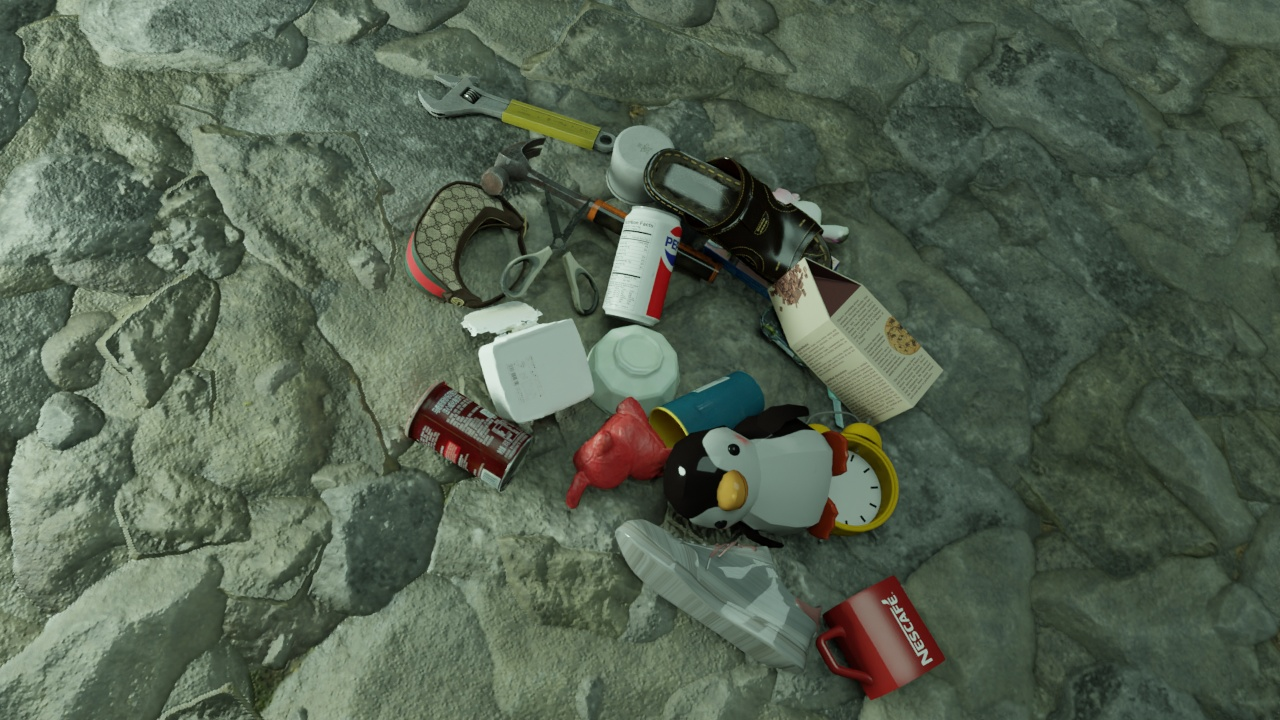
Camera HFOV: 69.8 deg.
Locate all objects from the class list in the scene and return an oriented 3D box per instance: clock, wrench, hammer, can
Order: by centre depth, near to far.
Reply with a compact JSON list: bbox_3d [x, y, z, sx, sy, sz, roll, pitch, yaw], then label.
[{"bbox_3d":[0.232,0.130,1.055,0.113,0.052,0.151,0,67,-11],"label":"clock"},{"bbox_3d":[0.003,-0.112,1.100,0.070,0.070,0.132,14,89,-3],"label":"can"},{"bbox_3d":[-0.036,-0.188,1.173,0.314,0.035,0.137,27,39,-2],"label":"hammer"},{"bbox_3d":[-0.164,-0.330,1.242,0.273,0.018,0.083,18,60,-1],"label":"wrench"}]

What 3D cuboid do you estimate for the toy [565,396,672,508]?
[{"bbox_3d":[-0.023,0.116,0.999,0.094,0.088,0.132,43,63,0],"label":"toy"}]

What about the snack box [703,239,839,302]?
[{"bbox_3d":[0.167,-0.132,1.180,0.154,0.033,0.088,36,79,9],"label":"snack box"}]

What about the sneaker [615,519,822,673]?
[{"bbox_3d":[0.087,0.222,0.953,0.236,0.099,0.089,36,62,1],"label":"sneaker"}]

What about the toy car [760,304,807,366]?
[{"bbox_3d":[0.185,-0.029,1.142,0.090,0.027,0.038,42,65,1],"label":"toy car"}]

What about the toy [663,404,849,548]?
[{"bbox_3d":[0.102,0.119,0.973,0.183,0.140,0.159,3,102,-32],"label":"toy"}]

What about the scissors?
[{"bbox_3d":[-0.097,-0.123,1.100,0.170,0.013,0.157,-45,113,-21],"label":"scissors"}]

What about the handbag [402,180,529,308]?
[{"bbox_3d":[-0.205,-0.140,1.118,0.138,0.063,0.166,31,55,-13],"label":"handbag"}]

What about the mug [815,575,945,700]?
[{"bbox_3d":[0.238,0.293,0.948,0.116,0.081,0.096,-18,67,-26],"label":"mug"}]

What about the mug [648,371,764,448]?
[{"bbox_3d":[0.080,0.062,1.050,0.121,0.078,0.078,-28,71,-28],"label":"mug"}]

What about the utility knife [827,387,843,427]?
[{"bbox_3d":[0.238,0.019,1.137,0.022,0.015,0.141,6,64,-16],"label":"utility knife"}]

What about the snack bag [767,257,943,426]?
[{"bbox_3d":[0.243,-0.028,1.090,0.206,0.095,0.069,47,63,1],"label":"snack bag"}]

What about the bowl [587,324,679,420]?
[{"bbox_3d":[-0.006,0.006,1.068,0.117,0.061,0.117,5,61,-8],"label":"bowl"}]

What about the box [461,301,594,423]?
[{"bbox_3d":[-0.144,-0.012,1.051,0.107,0.132,0.152,-22,98,-29],"label":"box"}]

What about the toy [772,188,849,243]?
[{"bbox_3d":[0.216,-0.182,1.226,0.079,0.038,0.122,-36,74,-12],"label":"toy"}]

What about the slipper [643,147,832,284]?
[{"bbox_3d":[0.125,-0.179,1.127,0.268,0.076,0.113,33,77,1],"label":"slipper"}]

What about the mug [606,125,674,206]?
[{"bbox_3d":[0.008,-0.266,1.212,0.084,0.071,0.113,34,63,8],"label":"mug"}]

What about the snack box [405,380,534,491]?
[{"bbox_3d":[-0.183,0.081,0.989,0.121,0.072,0.072,30,61,5],"label":"snack box"}]
